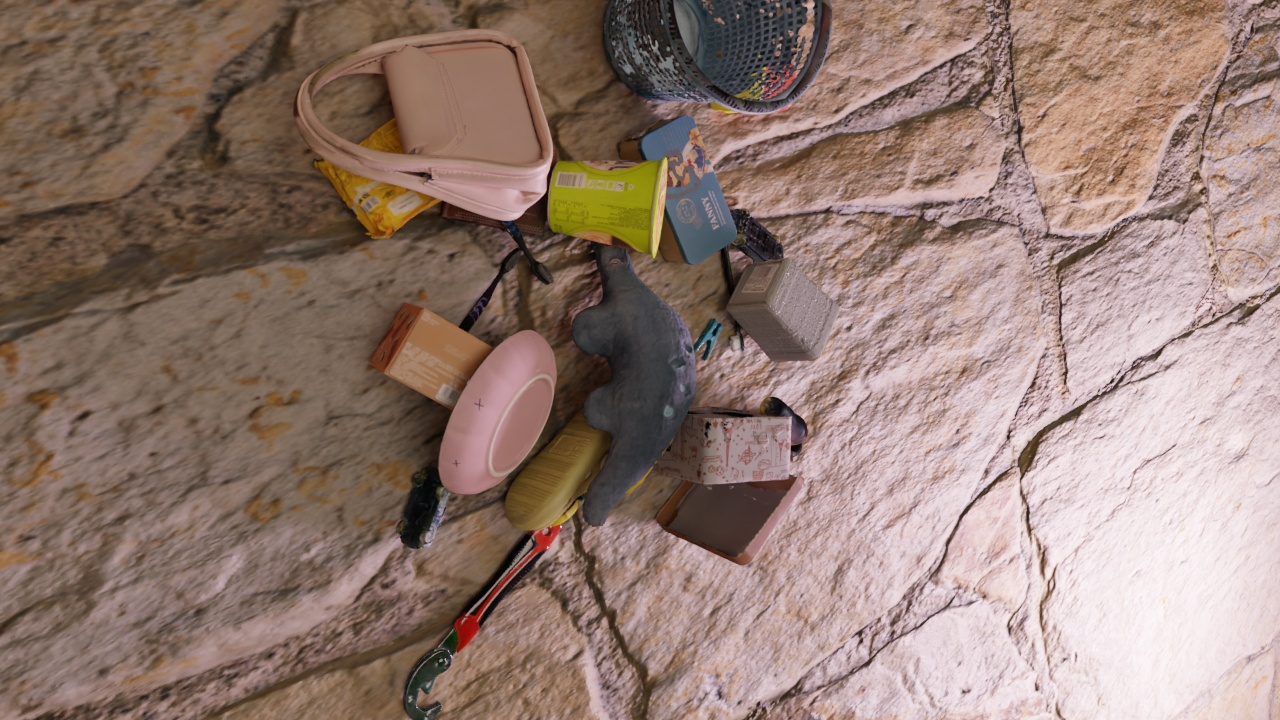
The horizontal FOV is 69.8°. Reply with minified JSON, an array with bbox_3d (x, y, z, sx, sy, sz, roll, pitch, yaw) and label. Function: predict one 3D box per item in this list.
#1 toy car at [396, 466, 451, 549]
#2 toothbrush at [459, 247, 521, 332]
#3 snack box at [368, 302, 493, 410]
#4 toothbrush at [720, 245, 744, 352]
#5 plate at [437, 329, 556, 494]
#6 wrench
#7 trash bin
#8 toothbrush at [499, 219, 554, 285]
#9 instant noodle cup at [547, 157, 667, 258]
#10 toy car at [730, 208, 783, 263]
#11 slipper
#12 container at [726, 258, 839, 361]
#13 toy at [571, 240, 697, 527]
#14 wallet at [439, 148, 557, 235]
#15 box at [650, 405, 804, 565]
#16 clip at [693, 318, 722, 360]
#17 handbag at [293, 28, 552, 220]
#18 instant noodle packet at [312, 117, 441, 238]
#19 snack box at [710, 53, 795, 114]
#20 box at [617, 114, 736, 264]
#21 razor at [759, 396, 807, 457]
[{"bbox_3d":[-0.232,0.161,1.000,0.034,0.043,0.090,39,66,-64],"label":"toy car"},{"bbox_3d":[-0.185,-0.050,1.021,0.014,0.017,0.188,38,77,-26],"label":"toothbrush"},{"bbox_3d":[-0.215,-0.003,0.953,0.092,0.094,0.077,32,82,-26],"label":"snack box"},{"bbox_3d":[0.115,-0.097,1.201,0.018,0.016,0.181,-14,103,-21],"label":"toothbrush"},{"bbox_3d":[-0.140,0.061,0.976,0.192,0.039,0.193,-55,161,-29],"label":"plate"},{"bbox_3d":[-0.182,0.291,1.059,0.056,0.016,0.273,45,72,-27],"label":"wrench"},{"bbox_3d":[0.068,-0.382,1.034,0.226,0.195,0.226,-4,98,-31],"label":"trash bin"},{"bbox_3d":[-0.147,-0.155,1.003,0.014,0.016,0.189,-45,123,-19],"label":"toothbrush"},{"bbox_3d":[-0.038,-0.178,1.029,0.123,0.111,0.111,7,92,5],"label":"instant noodle cup"},{"bbox_3d":[0.148,-0.156,1.201,0.105,0.031,0.048,33,58,-32],"label":"toy car"},{"bbox_3d":[-0.072,0.130,1.069,0.190,0.092,0.081,-51,120,-21],"label":"slipper"},{"bbox_3d":[0.182,-0.067,1.193,0.114,0.090,0.090,41,64,-31],"label":"container"},{"bbox_3d":[-0.006,0.006,1.036,0.138,0.091,0.355,-3,74,2],"label":"toy"},{"bbox_3d":[-0.157,-0.195,1.014,0.124,0.032,0.101,7,94,-31],"label":"wallet"},{"bbox_3d":[0.088,0.149,1.117,0.152,0.183,0.178,3,91,-31],"label":"box"},{"bbox_3d":[0.088,-0.029,1.193,0.040,0.014,0.056,35,77,-30],"label":"clip"},{"bbox_3d":[-0.212,-0.235,0.891,0.233,0.094,0.193,-4,60,-30],"label":"handbag"},{"bbox_3d":[-0.250,-0.189,0.936,0.128,0.044,0.111,-39,87,-24],"label":"instant noodle packet"},{"bbox_3d":[0.142,-0.348,1.148,0.080,0.091,0.082,1,95,-39],"label":"snack box"},{"bbox_3d":[0.048,-0.201,1.122,0.089,0.061,0.184,-36,111,-23],"label":"box"},{"bbox_3d":[0.179,0.084,1.198,0.167,0.068,0.062,47,30,-66],"label":"razor"}]
